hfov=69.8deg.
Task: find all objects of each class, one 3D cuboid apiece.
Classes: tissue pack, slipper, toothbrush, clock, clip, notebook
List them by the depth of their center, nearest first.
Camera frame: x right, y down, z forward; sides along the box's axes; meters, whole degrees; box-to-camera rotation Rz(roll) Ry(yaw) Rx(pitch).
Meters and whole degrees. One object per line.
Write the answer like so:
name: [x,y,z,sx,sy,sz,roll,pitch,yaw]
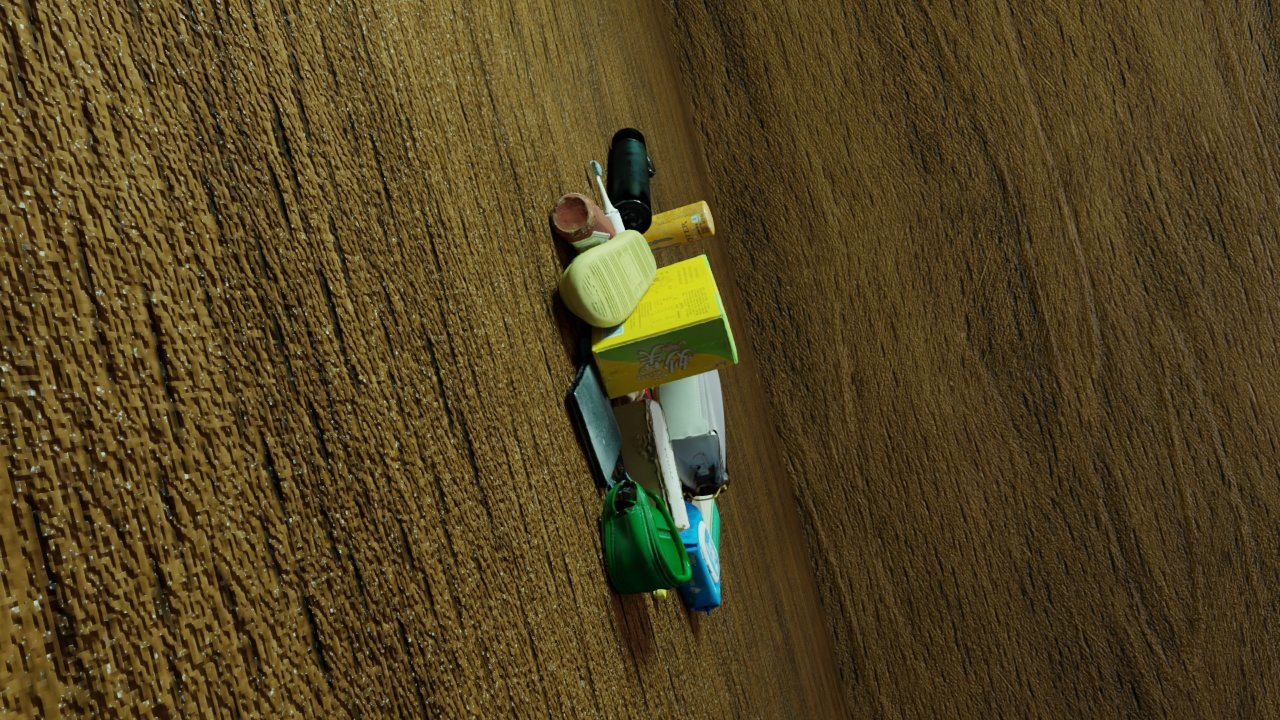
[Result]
clip: [-0.020,0.141,1.064,0.027,0.045,0.058,50,2,15]
clip: [-0.060,0.001,1.083,0.039,0.014,0.055,37,41,-70]
slipper: [-0.045,-0.094,1.095,0.091,0.082,0.190,63,33,-13]
tissue pack: [0.072,0.266,1.259,0.094,0.052,0.157,-84,155,-60]
toothbrush: [-0.036,-0.196,1.389,0.026,0.026,0.221,13,-53,56]
clock: [0.097,0.174,1.414,0.121,0.082,0.055,-88,165,-60]
notebook: [0.107,0.255,1.528,0.208,0.012,0.150,-73,146,-69]

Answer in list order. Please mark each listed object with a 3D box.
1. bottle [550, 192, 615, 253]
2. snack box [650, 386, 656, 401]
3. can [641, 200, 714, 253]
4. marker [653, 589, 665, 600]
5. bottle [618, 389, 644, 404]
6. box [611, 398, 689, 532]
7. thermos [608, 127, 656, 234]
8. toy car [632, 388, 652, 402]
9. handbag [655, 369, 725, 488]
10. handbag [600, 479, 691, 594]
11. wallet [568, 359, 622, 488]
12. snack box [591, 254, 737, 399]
bottle: [-0.057,-0.160,1.183,0.206,0.060,0.059,27,49,-74]
snack box: [0.053,0.082,1.443,0.140,0.034,0.086,44,33,-64]
can: [0.043,-0.210,1.479,0.058,0.146,0.058,-14,89,-77]
marker: [0.024,0.253,1.153,0.124,0.015,0.018,-90,161,-59]
bottle: [-0.007,0.007,1.212,0.149,0.067,0.067,-75,149,-53]
box: [0.011,0.141,1.131,0.089,0.060,0.184,33,46,-71]
thermos: [-0.008,-0.292,1.500,0.090,0.069,0.242,28,36,-23]
toy car: [-0.001,0.050,1.246,0.106,0.031,0.049,-86,158,-62]
handbag: [0.069,0.064,1.298,0.145,0.098,0.196,61,21,-49]
handbag: [0.005,0.195,1.008,0.131,0.068,0.120,36,40,-71]
wallet: [-0.050,0.068,1.027,0.097,0.019,0.121,-73,147,-66]
snack box: [0.025,-0.046,1.124,0.209,0.158,0.070,-94,167,-65]
